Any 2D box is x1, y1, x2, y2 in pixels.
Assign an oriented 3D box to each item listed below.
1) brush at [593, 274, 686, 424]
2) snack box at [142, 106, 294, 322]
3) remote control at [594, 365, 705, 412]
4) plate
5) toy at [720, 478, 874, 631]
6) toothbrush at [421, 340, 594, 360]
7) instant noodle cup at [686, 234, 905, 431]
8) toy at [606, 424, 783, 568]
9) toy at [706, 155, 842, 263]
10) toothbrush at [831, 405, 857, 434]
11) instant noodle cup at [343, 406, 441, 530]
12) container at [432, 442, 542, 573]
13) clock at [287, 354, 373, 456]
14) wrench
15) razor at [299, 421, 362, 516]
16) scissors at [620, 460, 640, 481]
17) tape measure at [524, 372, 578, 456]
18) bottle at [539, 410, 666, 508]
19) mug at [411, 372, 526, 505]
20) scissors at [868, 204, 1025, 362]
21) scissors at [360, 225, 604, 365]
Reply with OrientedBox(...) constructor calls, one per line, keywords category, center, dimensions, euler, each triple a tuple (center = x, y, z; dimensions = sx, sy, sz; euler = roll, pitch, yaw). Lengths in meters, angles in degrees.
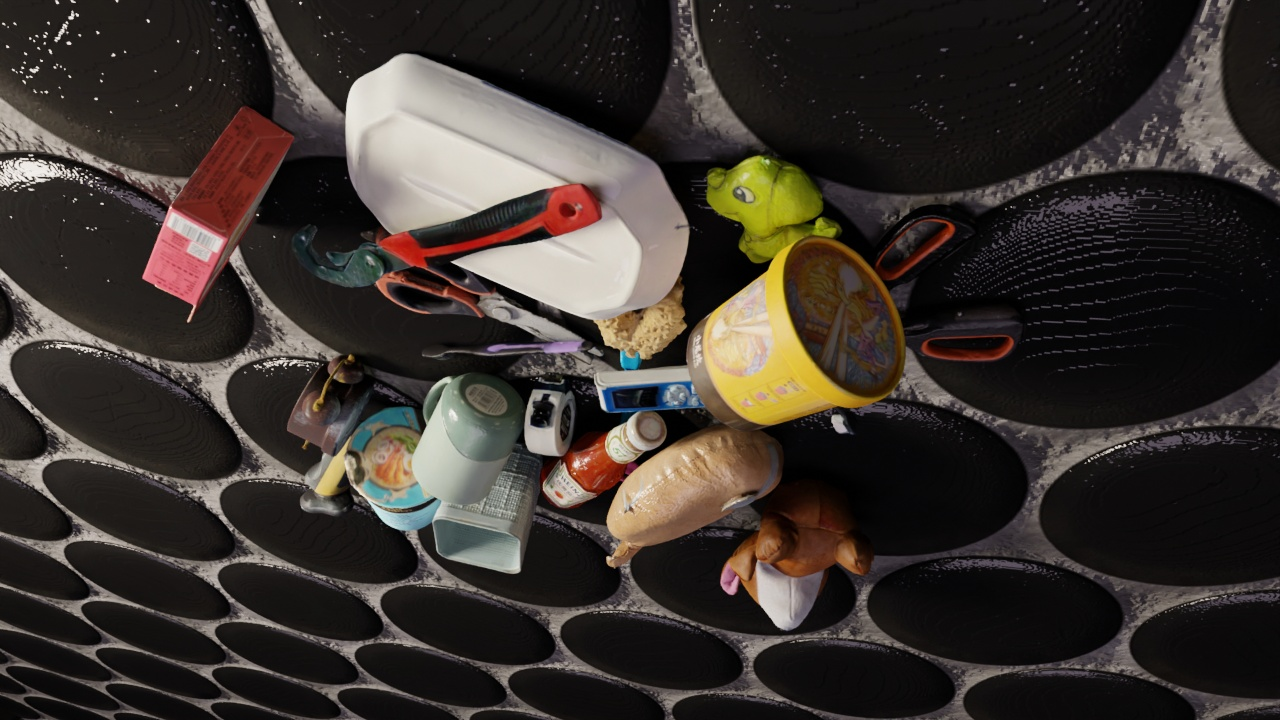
OrientedBox(category="brush", center=(-0.005, 0.005, 0.798), dimensions=(0.083, 0.045, 0.255), euler=(7, 145, 4))
OrientedBox(category="snack box", center=(-0.320, -0.109, 0.690), dimensions=(0.044, 0.113, 0.127), euler=(30, 139, -22))
OrientedBox(category="remote control", center=(0.026, 0.022, 0.766), dimensions=(0.125, 0.024, 0.049), euler=(-4, 151, 2))
OrientedBox(category="plate", center=(-0.097, -0.109, 0.651), dimensions=(0.266, 0.034, 0.162), euler=(25, 137, 2))
OrientedBox(category="toy", center=(0.157, 0.207, 0.935), dimensions=(0.140, 0.130, 0.200), euler=(11, 152, -6))
OrientedBox(category="toothbrush", center=(-0.120, -0.009, 0.815), dimensions=(0.189, 0.014, 0.016), euler=(-2, 159, 29))
OrientedBox(category="instant noodle cup", center=(0.103, -0.010, 0.643), dimensions=(0.118, 0.118, 0.115), euler=(33, 143, -22))
OrientedBox(category="toy", center=(0.029, 0.130, 0.858), dimensions=(0.227, 0.082, 0.143), euler=(-35, 151, 29))
OrientedBox(category="toy", center=(0.093, -0.104, 0.634), dimensions=(0.097, 0.031, 0.100), euler=(5, 145, 5))
OrientedBox(category="toothbrush", center=(0.143, 0.009, 0.769), dimensions=(0.018, 0.015, 0.181), euler=(-4, 140, 35))
OrientedBox(category="instant noodle cup", center=(-0.250, 0.124, 0.971), dimensions=(0.111, 0.111, 0.121), euler=(15, 150, -1))
OrientedBox(category="container", center=(-0.152, 0.145, 0.952), dimensions=(0.090, 0.111, 0.090), euler=(13, 142, 3))
OrientedBox(category="clock", center=(-0.301, 0.042, 0.897), dimensions=(0.055, 0.081, 0.122), euler=(28, 143, -7))
OrientedBox(category="wrench", center=(-0.145, -0.088, 0.655), dimensions=(0.274, 0.016, 0.056), euler=(-5, 129, 29))
OrientedBox(category="razor", center=(-0.335, 0.121, 1.030), dimensions=(0.067, 0.062, 0.168), euler=(48, 134, 8))
OrientedBox(category="scissors", center=(0.034, 0.129, 0.952), dimensions=(0.133, 0.017, 0.135), euler=(28, 140, -23))
OrientedBox(category="tape measure", center=(-0.084, 0.055, 0.856), dimensions=(0.033, 0.065, 0.066), euler=(5, 141, 13))
OrientedBox(category="bottle", center=(-0.036, 0.093, 0.868), dimensions=(0.059, 0.059, 0.207), euler=(27, 150, -16))
OrientedBox(category="mug", center=(-0.169, 0.062, 0.877), dimensions=(0.082, 0.111, 0.107), euler=(-8, 137, -45))
OrientedBox(category="scissors", center=(0.176, -0.038, 0.689), dimensions=(0.221, 0.021, 0.228), euler=(11, 138, 2))
OrientedBox(category="scissors", center=(-0.138, -0.045, 0.792), dimensions=(0.199, 0.015, 0.205), euler=(-6, 137, 22))
